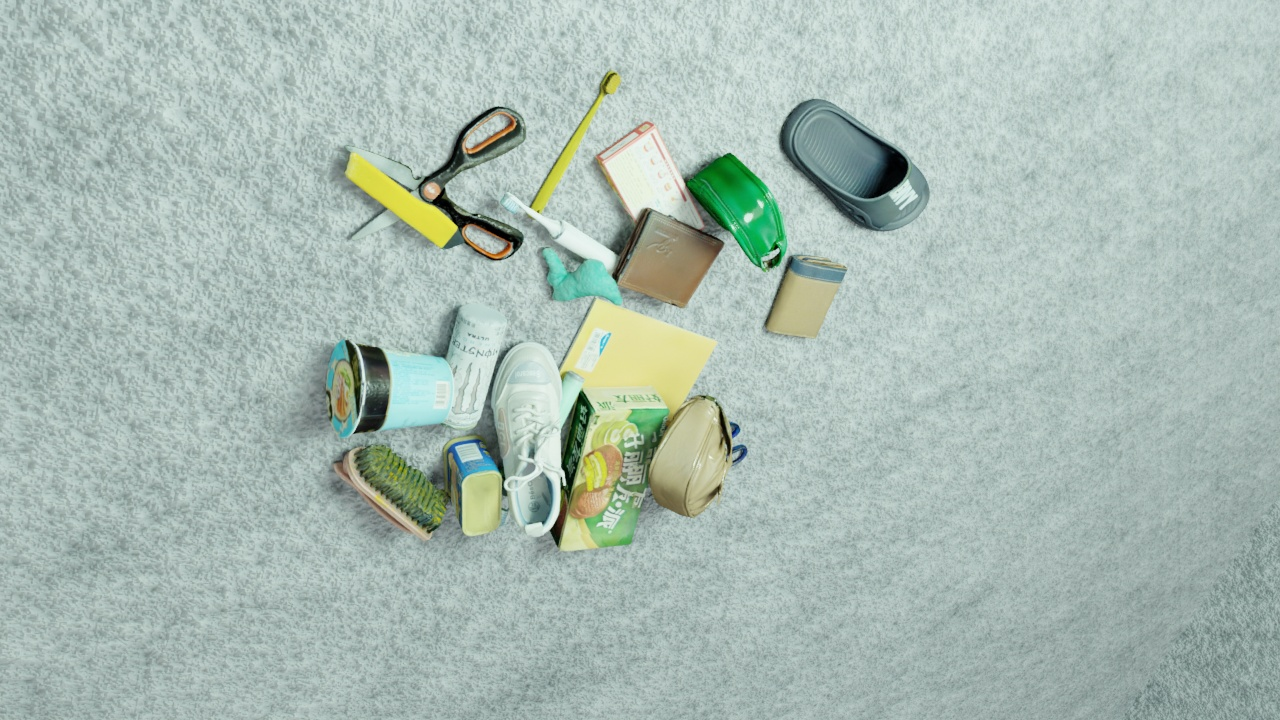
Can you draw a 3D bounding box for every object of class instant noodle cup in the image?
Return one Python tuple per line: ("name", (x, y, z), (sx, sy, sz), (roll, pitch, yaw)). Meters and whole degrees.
("instant noodle cup", (-0.284, 0.033, 1.054), (0.120, 0.111, 0.111), (2, 117, -39))

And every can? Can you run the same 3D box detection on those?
("can", (-0.205, 0.008, 1.100), (0.058, 0.058, 0.147), (6, 115, -30))
("can", (-0.213, 0.160, 1.172), (0.057, 0.083, 0.102), (-8, 122, -23))

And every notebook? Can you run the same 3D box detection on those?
("notebook", (-0.007, 0.007, 1.234), (0.206, 0.010, 0.146), (17, 110, -34))

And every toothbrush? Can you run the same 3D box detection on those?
("toothbrush", (-0.132, 0.116, 1.188), (0.027, 0.026, 0.224), (24, 95, -25))
("toothbrush", (-0.078, -0.142, 1.085), (0.221, 0.027, 0.026), (29, 90, -41))
("toothbrush", (-0.075, -0.242, 1.043), (0.015, 0.016, 0.190), (24, 106, -35))

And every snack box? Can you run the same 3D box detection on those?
("snack box", (-0.048, 0.149, 1.259), (0.114, 0.063, 0.241), (0, 121, -27))
("snack box", (0.014, -0.202, 1.108), (0.077, 0.027, 0.156), (-35, 128, -4))

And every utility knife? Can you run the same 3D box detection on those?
("utility knife", (-0.250, -0.168, 0.978), (0.033, 0.015, 0.153), (-49, 125, 3))

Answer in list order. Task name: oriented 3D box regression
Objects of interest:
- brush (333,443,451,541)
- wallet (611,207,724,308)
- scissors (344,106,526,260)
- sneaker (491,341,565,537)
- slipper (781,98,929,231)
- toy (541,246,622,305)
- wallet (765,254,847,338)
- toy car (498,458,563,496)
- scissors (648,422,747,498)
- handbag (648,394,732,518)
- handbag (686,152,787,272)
("brush", (-0.308, 0.160, 1.132), (0.073, 0.063, 0.145), (-29, 120, 28))
("wallet", (0.034, -0.124, 1.129), (0.124, 0.032, 0.101), (17, 108, -37))
("scissors", (-0.208, -0.189, 1.004), (0.221, 0.021, 0.234), (-48, 129, 5))
("sneaker", (-0.138, 0.099, 1.126), (0.089, 0.090, 0.242), (-3, 96, -4))
("slipper", (0.295, -0.240, 1.197), (0.268, 0.083, 0.111), (26, 106, -35))
("toy", (-0.077, -0.098, 1.100), (0.092, 0.030, 0.096), (-11, 120, 32))
("wallet", (0.232, -0.089, 1.287), (0.090, 0.033, 0.115), (6, 116, -27))
("toy car", (-0.149, 0.150, 1.229), (0.091, 0.036, 0.043), (-17, 123, -15))
("scissors", (0.083, 0.146, 1.364), (0.170, 0.012, 0.141), (-2, 121, -25))
("handbag", (0.076, 0.137, 1.246), (0.204, 0.100, 0.147), (70, 44, -72))
("handbag", (0.120, -0.178, 1.112), (0.068, 0.131, 0.120), (-35, 131, 0))
